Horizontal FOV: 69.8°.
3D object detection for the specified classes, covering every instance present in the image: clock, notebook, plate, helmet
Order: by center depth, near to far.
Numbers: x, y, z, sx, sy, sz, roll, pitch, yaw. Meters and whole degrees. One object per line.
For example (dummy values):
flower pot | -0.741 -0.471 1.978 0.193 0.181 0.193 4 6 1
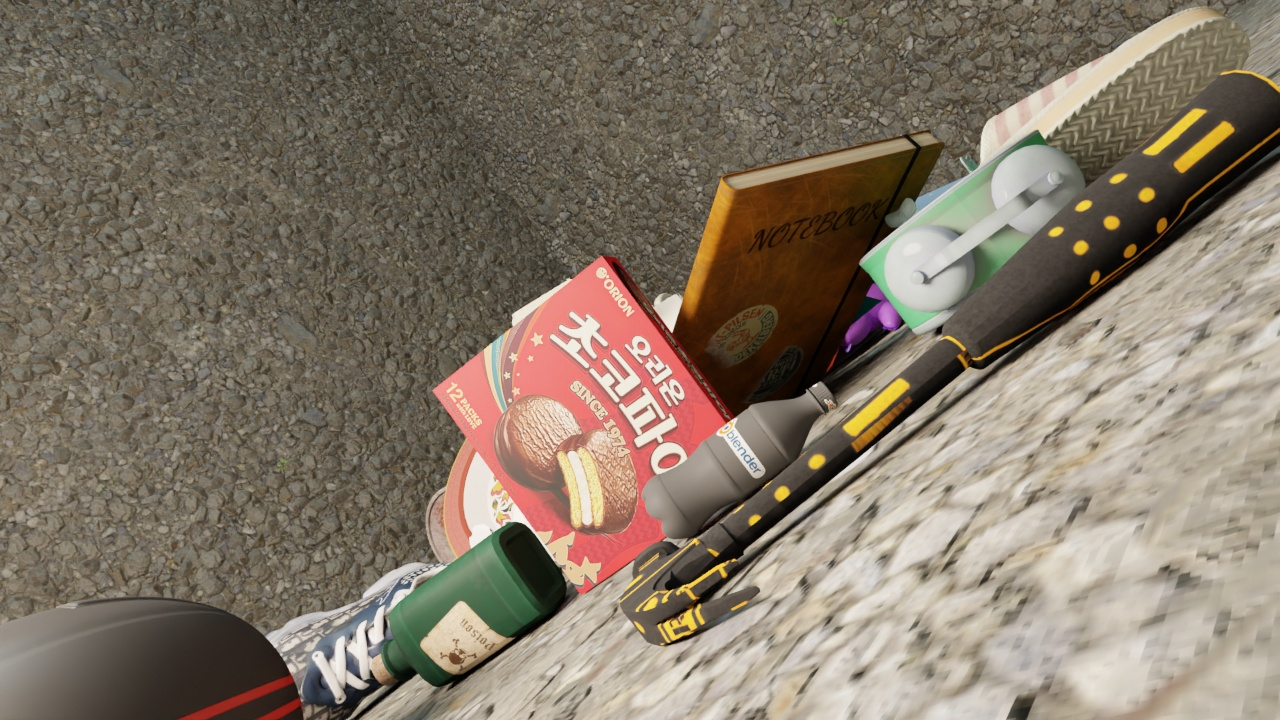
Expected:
helmet | -0.256 0.196 0.436 0.170 0.164 0.264 -25 -10 15
clock | 0.187 -0.074 0.516 0.122 0.075 0.161 -38 -6 16
notebook | 0.095 -0.034 0.607 0.178 0.014 0.250 -18 -35 -28
plate | -0.087 0.100 0.856 0.230 0.021 0.229 -21 47 23

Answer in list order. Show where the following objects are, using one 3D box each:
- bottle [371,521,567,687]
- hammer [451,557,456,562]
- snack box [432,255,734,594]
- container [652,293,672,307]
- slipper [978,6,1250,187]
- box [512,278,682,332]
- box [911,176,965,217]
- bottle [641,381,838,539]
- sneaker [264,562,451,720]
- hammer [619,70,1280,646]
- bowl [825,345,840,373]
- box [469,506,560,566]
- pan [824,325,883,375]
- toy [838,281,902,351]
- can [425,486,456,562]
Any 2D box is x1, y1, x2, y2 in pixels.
bottle | -0.117 0.164 0.583 0.131 0.061 0.061 -37 -5 12
hammer | -0.223 0.254 0.969 0.331 0.119 0.030 -47 24 10
snack box | -0.025 0.038 0.553 0.133 0.152 0.035 -37 -2 13
container | -0.026 0.056 0.994 0.247 0.143 0.184 -38 -17 16
slipper | 0.269 -0.133 0.621 0.115 0.052 0.264 17 -49 -43
box | 0.001 0.014 0.754 0.145 0.185 0.095 -30 -10 4
box | 0.311 -0.154 0.812 0.210 0.049 0.066 -25 7 21
bottle | 0.052 0.049 0.468 0.110 0.036 0.036 -37 -2 4
sneaker | -0.228 0.243 0.802 0.133 0.103 0.268 -30 -2 35
hammer | 0.121 -0.004 0.346 0.320 0.036 0.123 -39 -2 -4
bowl | 0.104 -0.031 0.746 0.035 0.122 0.122 -3 -26 -43
box | -0.074 0.129 0.705 0.112 0.084 0.163 -43 -2 -19
pan | 0.073 0.051 0.851 0.357 0.041 0.178 -36 -3 -2
toy | 0.179 -0.050 0.757 0.088 0.056 0.106 -13 28 -29
can | -0.180 0.194 1.048 0.130 0.130 0.044 -38 -3 32
